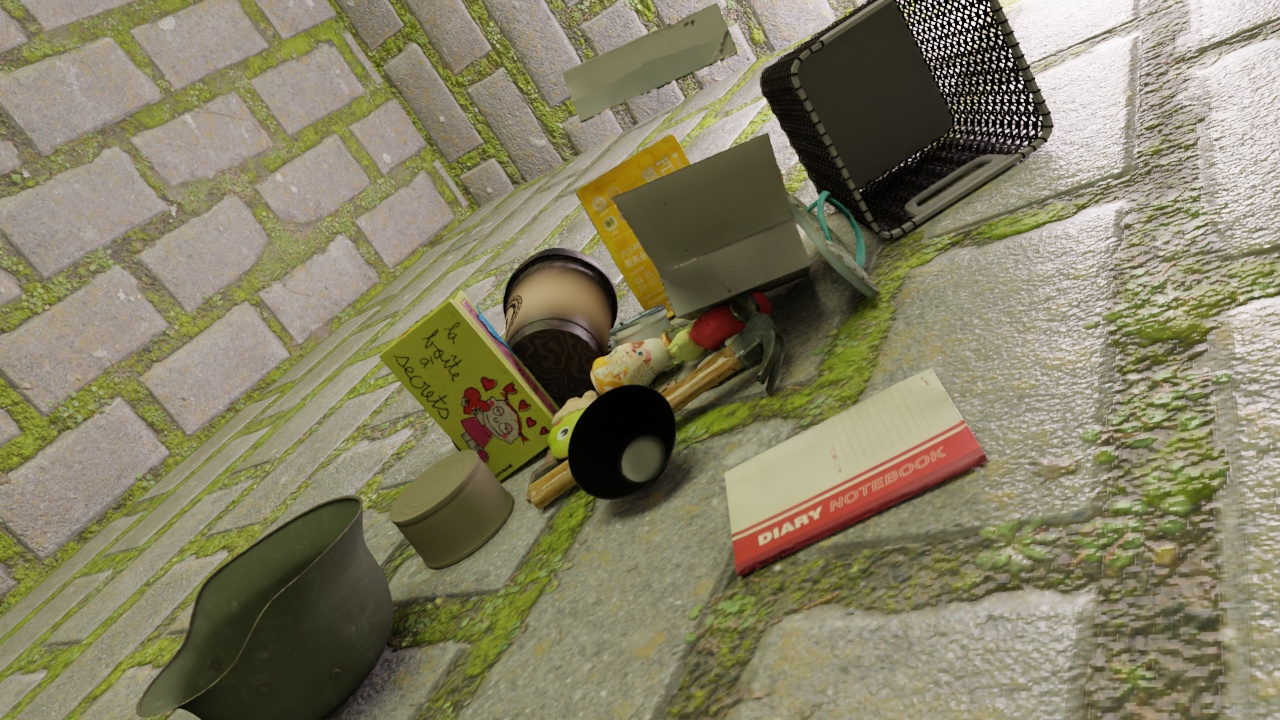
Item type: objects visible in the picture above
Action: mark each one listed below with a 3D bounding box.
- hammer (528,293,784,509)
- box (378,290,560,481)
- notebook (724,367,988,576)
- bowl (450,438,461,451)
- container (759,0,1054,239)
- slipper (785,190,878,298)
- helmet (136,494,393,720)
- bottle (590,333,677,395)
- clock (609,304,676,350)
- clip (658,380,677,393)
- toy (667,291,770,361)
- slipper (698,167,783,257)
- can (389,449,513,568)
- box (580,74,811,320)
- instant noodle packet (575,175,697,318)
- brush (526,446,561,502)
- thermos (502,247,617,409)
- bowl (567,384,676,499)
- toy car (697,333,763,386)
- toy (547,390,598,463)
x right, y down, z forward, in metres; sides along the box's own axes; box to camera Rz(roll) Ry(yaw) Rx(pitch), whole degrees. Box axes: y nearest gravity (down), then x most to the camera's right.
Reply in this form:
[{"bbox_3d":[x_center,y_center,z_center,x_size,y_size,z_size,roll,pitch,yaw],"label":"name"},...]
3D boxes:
[{"bbox_3d":[0.014,0.060,1.006,0.331,0.033,0.132,-36,39,7],"label":"hammer"},{"bbox_3d":[-0.207,0.033,1.155,0.124,0.221,0.079,-34,17,9],"label":"box"},{"bbox_3d":[0.166,0.089,0.760,0.209,0.012,0.152,-29,20,14],"label":"notebook"},{"bbox_3d":[-0.235,0.073,1.345,0.120,0.066,0.120,-30,20,12],"label":"bowl"},{"bbox_3d":[0.317,-0.331,1.174,0.247,0.245,0.243,-32,16,3],"label":"container"},{"bbox_3d":[0.237,-0.149,1.088,0.055,0.098,0.268,-46,24,18],"label":"slipper"},{"bbox_3d":[-0.347,0.278,0.907,0.228,0.154,0.267,-10,26,50],"label":"helmet"},{"bbox_3d":[-0.007,0.007,1.148,0.109,0.063,0.063,-29,20,12],"label":"bottle"},{"bbox_3d":[0.001,-0.036,1.232,0.083,0.057,0.118,-29,7,-11],"label":"clock"},{"bbox_3d":[0.040,0.037,1.062,0.045,0.025,0.060,-23,18,26],"label":"clip"},{"bbox_3d":[0.094,-0.039,1.089,0.135,0.045,0.091,-32,-13,19],"label":"toy"},{"bbox_3d":[0.118,-0.186,1.172,0.099,0.264,0.078,-5,59,-6],"label":"slipper"},{"bbox_3d":[-0.223,0.173,1.080,0.128,0.073,0.127,-29,20,12],"label":"can"},{"bbox_3d":[0.085,-0.132,0.986,0.166,0.108,0.418,-21,-15,9],"label":"box"},{"bbox_3d":[0.032,-0.188,1.312,0.163,0.221,0.084,-29,17,10],"label":"instant noodle packet"},{"bbox_3d":[-0.112,0.122,1.113,0.050,0.015,0.135,-30,20,14],"label":"brush"},{"bbox_3d":[-0.117,-0.041,1.297,0.173,0.173,0.225,-29,26,14],"label":"thermos"},{"bbox_3d":[-0.008,0.092,0.937,0.124,0.052,0.123,-15,57,24],"label":"bowl"},{"bbox_3d":[0.108,-0.007,1.049,0.105,0.033,0.048,-30,21,13],"label":"toy car"},{"bbox_3d":[-0.070,0.075,1.103,0.092,0.043,0.117,-24,30,13],"label":"toy"}]
